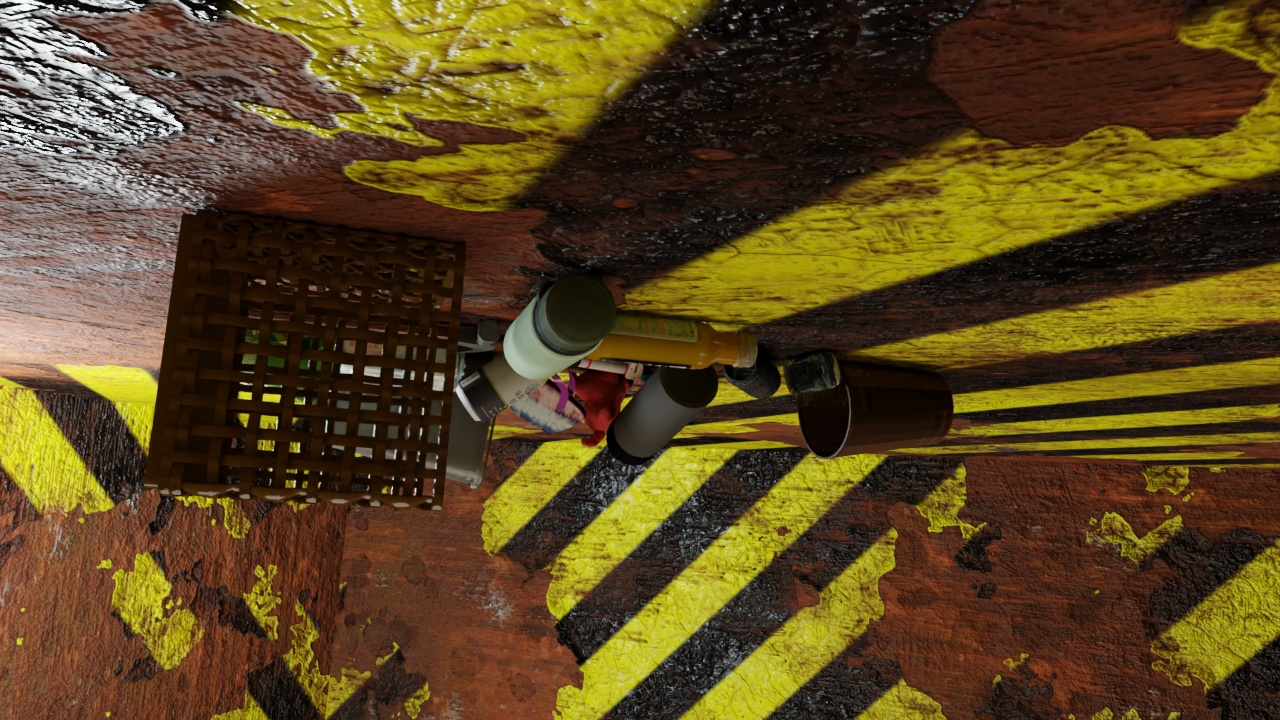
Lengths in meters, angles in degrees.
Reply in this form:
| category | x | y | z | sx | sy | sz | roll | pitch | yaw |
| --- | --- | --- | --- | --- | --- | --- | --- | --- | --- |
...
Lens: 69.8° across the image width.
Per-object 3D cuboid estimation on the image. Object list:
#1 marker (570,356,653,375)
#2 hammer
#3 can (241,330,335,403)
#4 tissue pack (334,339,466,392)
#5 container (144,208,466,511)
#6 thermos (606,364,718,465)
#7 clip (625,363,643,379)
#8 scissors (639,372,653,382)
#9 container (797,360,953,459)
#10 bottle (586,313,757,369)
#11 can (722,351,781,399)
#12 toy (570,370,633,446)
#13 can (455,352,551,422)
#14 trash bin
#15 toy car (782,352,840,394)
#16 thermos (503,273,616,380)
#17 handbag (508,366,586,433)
| category | x | y | z | sx | sy | sz | roll | pitch | yaw |
| --- | --- | --- | --- | --- | --- | --- | --- | --- | --- |
| marker | -0.041 | 0.007 | 1.319 | 0.145 | 0.019 | 0.019 | 10 | 169 | -35 |
| hammer | -0.325 | -0.041 | 1.101 | 0.300 | 0.028 | 0.111 | 6 | 170 | -14 |
| can | -0.453 | -0.005 | 1.124 | 0.144 | 0.083 | 0.083 | 16 | 174 | 13 |
| tissue pack | -0.324 | -0.001 | 1.217 | 0.181 | 0.070 | 0.112 | 6 | 169 | -11 |
| container | -0.287 | 0.016 | 0.824 | 0.214 | 0.219 | 0.252 | 6 | 171 | -16 |
| thermos | 0.025 | 0.073 | 1.294 | 0.082 | 0.082 | 0.241 | 6 | 154 | -18 |
| clip | -0.008 | 0.009 | 1.257 | 0.024 | 0.039 | 0.060 | 3 | 177 | -6 |
| scissors | 0.024 | 0.031 | 1.378 | 0.015 | 0.066 | 0.135 | -21 | -165 | -19 |
| container | 0.316 | 0.064 | 1.225 | 0.167 | 0.132 | 0.132 | 1 | 173 | -19 |
| bottle | 0.034 | -0.019 | 1.007 | 0.186 | 0.053 | 0.053 | 5 | 171 | -10 |
| can | 0.145 | 0.017 | 1.190 | 0.054 | 0.054 | 0.137 | 0 | 170 | 20 |
| toy | -0.073 | 0.073 | 1.434 | 0.094 | 0.132 | 0.088 | 10 | 164 | 22 |
| can | -0.175 | 0.025 | 1.207 | 0.127 | 0.064 | 0.064 | -33 | 173 | -4 |
| trash bin | -0.336 | 0.075 | 1.369 | 0.220 | 0.197 | 0.198 | 12 | 171 | -14 |
| toy car | 0.222 | 0.016 | 1.183 | 0.033 | 0.048 | 0.106 | -14 | 179 | -24 |
| thermos | -0.086 | -0.033 | 0.912 | 0.082 | 0.082 | 0.232 | 6 | 171 | -15 |
| handbag | -0.138 | 0.037 | 1.333 | 0.144 | 0.067 | 0.170 | 32 | 155 | 2 |
